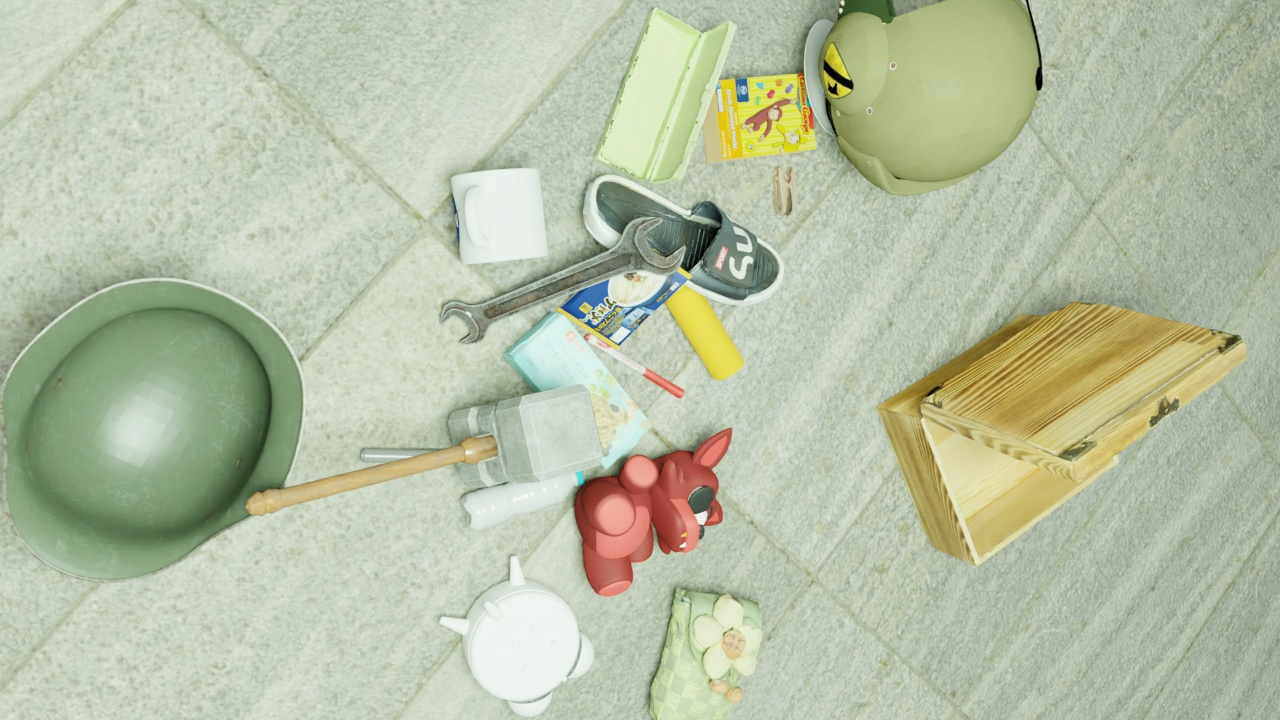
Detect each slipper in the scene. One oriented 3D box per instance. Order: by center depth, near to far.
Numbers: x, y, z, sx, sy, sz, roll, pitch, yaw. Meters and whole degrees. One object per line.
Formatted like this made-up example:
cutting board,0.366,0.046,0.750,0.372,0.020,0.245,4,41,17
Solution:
slipper,0.062,-0.140,1.039,0.263,0.063,0.111,21,59,-19

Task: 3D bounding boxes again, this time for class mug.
mug,-0.150,-0.147,0.943,0.091,0.121,0.090,-4,98,14

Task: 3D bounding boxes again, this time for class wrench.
wrench,-0.084,-0.082,0.976,0.273,0.010,0.070,-21,112,6

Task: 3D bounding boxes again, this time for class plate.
plate,0.224,-0.338,1.100,0.134,0.011,0.134,0,90,-52

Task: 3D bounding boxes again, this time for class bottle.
bottle,-0.129,0.150,1.022,0.136,0.044,0.044,-17,102,-19
bottle,0.069,-0.046,1.080,0.043,0.043,0.143,-38,108,-14

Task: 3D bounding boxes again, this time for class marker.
marker,-0.229,0.104,0.993,0.140,0.016,0.016,4,94,-22
marker,-0.006,0.006,1.073,0.142,0.013,0.012,32,84,-21

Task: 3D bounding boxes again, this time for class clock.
clock,-0.130,0.315,1.024,0.125,0.073,0.161,-40,108,-13

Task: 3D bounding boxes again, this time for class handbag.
handbag,0.085,0.365,1.091,0.113,0.117,0.186,15,88,-22

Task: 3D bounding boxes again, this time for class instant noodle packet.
instant noodle packet,-0.019,-0.075,1.018,0.087,0.026,0.135,33,124,-22

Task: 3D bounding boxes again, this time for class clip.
clip,0.173,-0.207,1.115,0.049,0.026,0.061,34,81,-20

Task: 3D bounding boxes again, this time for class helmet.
helmet,-0.441,0.061,0.829,0.227,0.154,0.267,31,79,-25
helmet,0.313,-0.306,1.023,0.250,0.256,0.233,-18,99,-18

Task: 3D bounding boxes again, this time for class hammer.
hammer,-0.210,0.098,0.868,0.316,0.163,0.083,-12,89,-39

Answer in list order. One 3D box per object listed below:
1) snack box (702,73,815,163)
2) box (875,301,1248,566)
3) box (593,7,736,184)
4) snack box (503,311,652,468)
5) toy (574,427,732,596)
snack box,0.138,-0.286,1.083,0.125,0.040,0.088,-11,100,-20
box,0.513,0.083,1.119,0.278,0.337,0.286,-29,104,-15
box,0.024,-0.297,1.017,0.082,0.098,0.188,21,85,-23
snack box,-0.069,0.033,1.030,0.075,0.053,0.174,-42,110,-13
toy,0.021,0.169,1.046,0.196,0.120,0.159,-17,127,-24
